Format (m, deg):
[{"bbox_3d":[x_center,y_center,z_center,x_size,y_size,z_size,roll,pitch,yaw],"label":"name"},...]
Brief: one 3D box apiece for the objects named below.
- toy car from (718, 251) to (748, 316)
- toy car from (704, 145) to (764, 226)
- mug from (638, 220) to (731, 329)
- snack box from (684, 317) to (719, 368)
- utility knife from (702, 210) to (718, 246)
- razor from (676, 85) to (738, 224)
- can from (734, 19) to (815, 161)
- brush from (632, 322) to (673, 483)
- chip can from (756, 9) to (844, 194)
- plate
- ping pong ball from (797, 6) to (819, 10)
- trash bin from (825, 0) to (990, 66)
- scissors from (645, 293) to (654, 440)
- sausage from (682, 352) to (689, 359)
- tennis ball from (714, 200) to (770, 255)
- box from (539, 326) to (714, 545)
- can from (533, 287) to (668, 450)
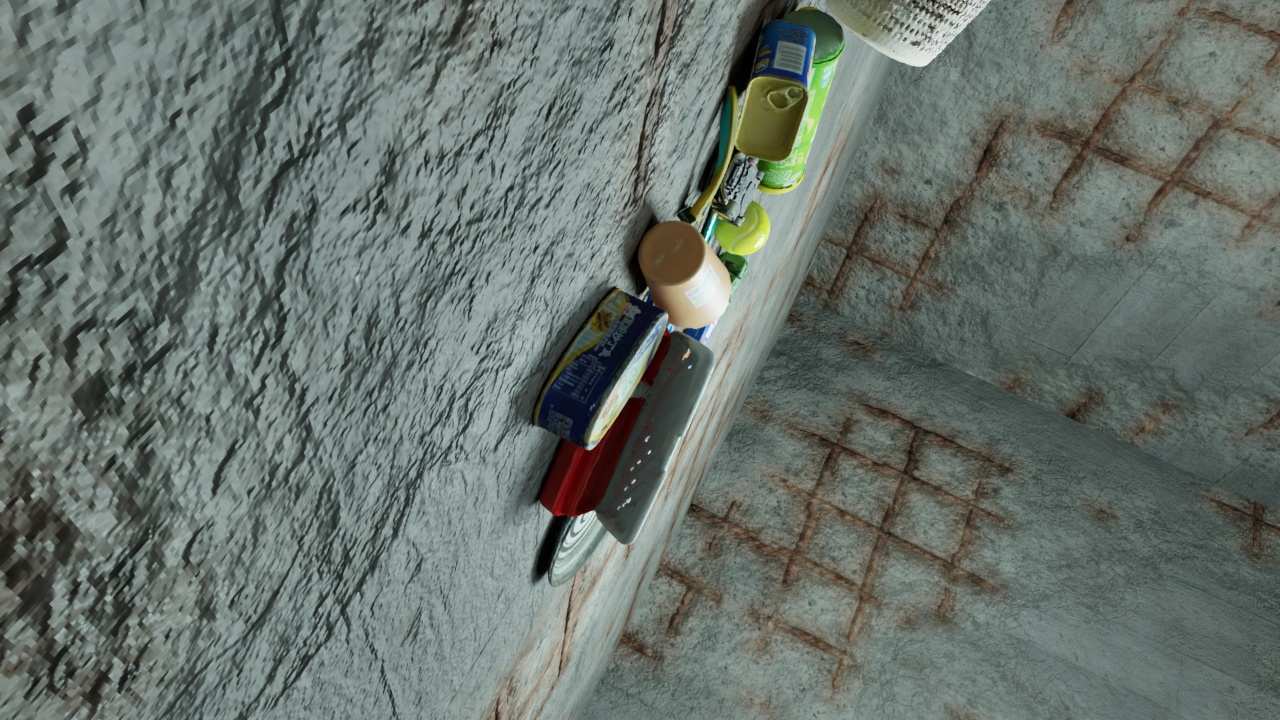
[{"bbox_3d":[0.110,-0.104,1.221,0.091,0.043,0.036,-64,169,-8],"label":"toy car"},{"bbox_3d":[0.098,-0.183,0.966,0.071,0.041,0.155,-65,168,4],"label":"toy car"},{"bbox_3d":[0.038,-0.079,0.830,0.078,0.078,0.123,-64,166,-4],"label":"mug"},{"bbox_3d":[0.090,-0.056,1.282,0.157,0.026,0.084,-64,170,-1],"label":"snack box"},{"bbox_3d":[0.067,-0.112,1.061,0.029,0.013,0.165,-44,157,-60],"label":"utility knife"},{"bbox_3d":[0.069,-0.190,0.857,0.043,0.028,0.133,-38,150,-61],"label":"razor"},{"bbox_3d":[0.128,-0.254,0.865,0.102,0.057,0.083,99,4,-59],"label":"can"},{"bbox_3d":[0.011,0.045,1.108,0.083,0.046,0.255,-41,151,-57],"label":"brush"},{"bbox_3d":[0.162,-0.274,0.987,0.072,0.072,0.222,-60,170,-24],"label":"chip can"},{"bbox_3d":[-0.060,0.177,1.051,0.179,0.024,0.180,-54,163,-24],"label":"plate"},{"bbox_3d":[0.175,-0.349,0.961,0.040,0.040,0.040,-61,169,-20],"label":"ping pong ball"},{"bbox_3d":[0.325,-0.458,1.049,0.193,0.227,0.226,-56,176,35],"label":"trash bin"},{"bbox_3d":[0.003,0.017,0.927,0.141,0.012,0.171,-3,103,-69],"label":"scissors"},{"bbox_3d":[0.027,0.051,1.231,0.165,0.021,0.021,-66,170,4],"label":"sausage"},{"bbox_3d":[0.119,-0.156,1.073,0.065,0.065,0.065,-61,169,-20],"label":"tennis ball"},{"bbox_3d":[-0.002,0.068,0.846,0.095,0.099,0.201,6,110,-61],"label":"box"},{"bbox_3d":[-0.030,0.006,0.746,0.147,0.049,0.075,-57,167,-37],"label":"can"}]
